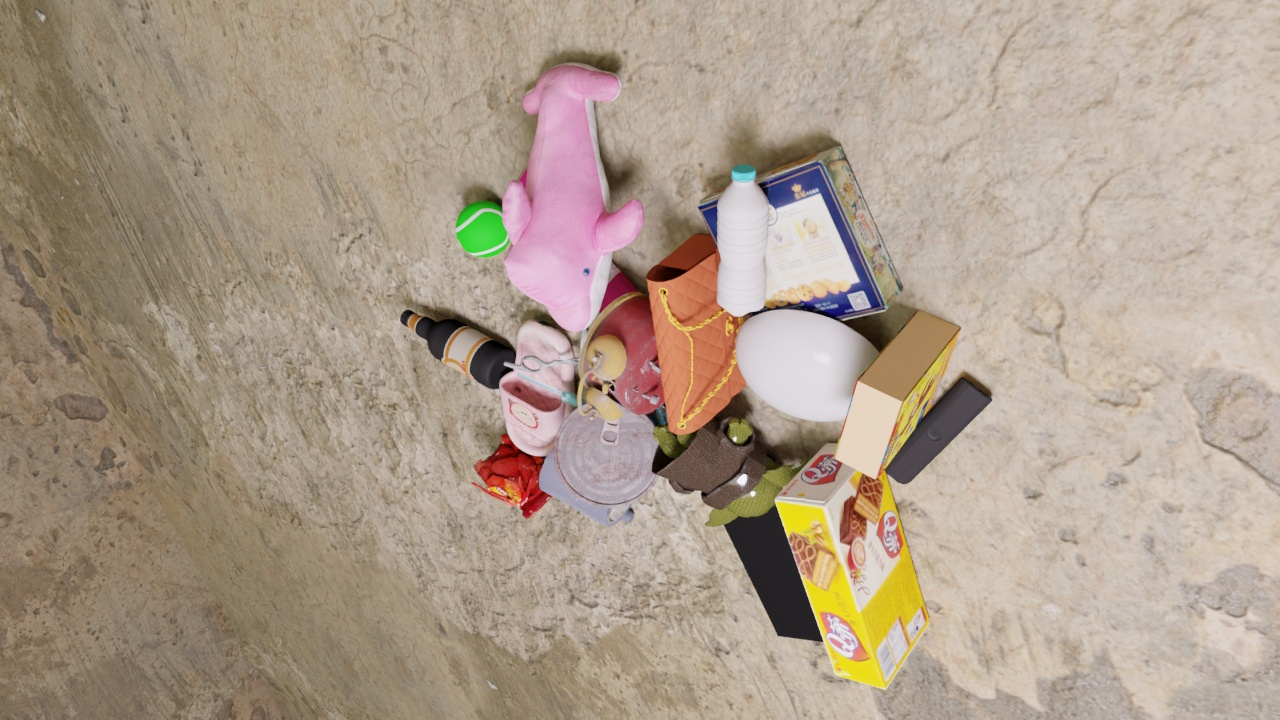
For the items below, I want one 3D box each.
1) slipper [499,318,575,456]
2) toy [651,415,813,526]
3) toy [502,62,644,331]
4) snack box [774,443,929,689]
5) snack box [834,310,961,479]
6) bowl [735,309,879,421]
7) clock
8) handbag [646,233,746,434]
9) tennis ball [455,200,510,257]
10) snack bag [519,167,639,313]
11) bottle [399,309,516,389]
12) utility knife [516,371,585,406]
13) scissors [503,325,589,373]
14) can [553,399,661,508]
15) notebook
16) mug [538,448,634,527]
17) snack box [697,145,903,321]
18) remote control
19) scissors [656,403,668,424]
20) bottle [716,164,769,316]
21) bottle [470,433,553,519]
[{"bbox_3d":[-0.132,0.042,1.174,0.107,0.055,0.222,31,134,19],"label":"slipper"},{"bbox_3d":[0.085,0.111,0.993,0.152,0.078,0.180,33,135,-15],"label":"toy"},{"bbox_3d":[-0.087,-0.157,0.900,0.187,0.127,0.266,11,104,48],"label":"toy"},{"bbox_3d":[0.221,0.207,0.937,0.062,0.109,0.230,1,119,45],"label":"snack box"},{"bbox_3d":[0.221,0.028,0.789,0.040,0.125,0.088,27,135,25],"label":"snack box"},{"bbox_3d":[0.155,0.017,0.867,0.149,0.043,0.150,19,148,12],"label":"bowl"},{"bbox_3d":[-0.006,0.006,0.953,0.081,0.158,0.117,31,136,29],"label":"clock"},{"bbox_3d":[0.059,-0.023,0.911,0.060,0.108,0.172,15,128,34],"label":"handbag"},{"bbox_3d":[-0.181,-0.152,1.065,0.065,0.065,0.065,24,133,28],"label":"tennis ball"},{"bbox_3d":[-0.074,-0.124,1.027,0.196,0.016,0.070,48,137,2],"label":"snack bag"},{"bbox_3d":[-0.252,-0.024,1.229,0.182,0.059,0.059,27,134,25],"label":"bottle"},{"bbox_3d":[-0.076,0.051,1.116,0.165,0.015,0.022,23,143,-5],"label":"utility knife"},{"bbox_3d":[-0.080,0.004,1.088,0.175,0.014,0.142,-6,131,19],"label":"scissors"},{"bbox_3d":[-0.035,0.106,1.089,0.130,0.044,0.130,1,99,7],"label":"can"},{"bbox_3d":[0.183,0.246,1.073,0.149,0.016,0.207,-9,113,46],"label":"notebook"},{"bbox_3d":[-0.061,0.164,1.194,0.104,0.083,0.124,27,158,23],"label":"mug"},{"bbox_3d":[0.142,-0.102,0.827,0.145,0.042,0.145,-11,111,47],"label":"snack box"},{"bbox_3d":[0.274,0.067,0.856,0.033,0.015,0.147,40,138,12],"label":"remote control"},{"bbox_3d":[0.044,0.056,1.054,0.125,0.019,0.155,11,127,36],"label":"scissors"},{"bbox_3d":[0.089,-0.105,0.804,0.044,0.044,0.136,21,133,30],"label":"bottle"},{"bbox_3d":[-0.173,0.161,1.270,0.111,0.098,0.099,47,140,-3],"label":"bottle"}]
